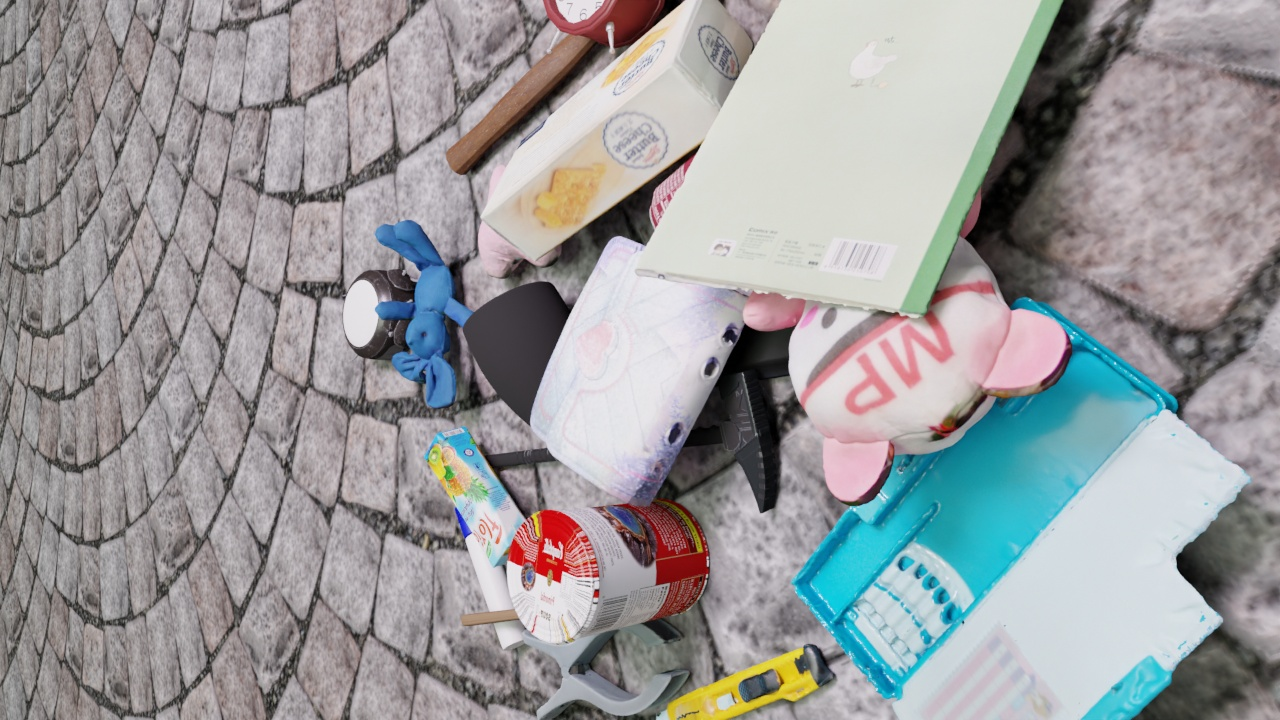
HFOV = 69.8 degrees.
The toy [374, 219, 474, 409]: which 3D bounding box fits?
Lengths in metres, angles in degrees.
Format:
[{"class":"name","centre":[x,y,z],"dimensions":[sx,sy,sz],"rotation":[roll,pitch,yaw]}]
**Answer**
[{"class":"toy","centre":[-0.204,-0.041,0.853],"dimensions":[0.113,0.070,0.176],"rotation":[-10,89,42]}]

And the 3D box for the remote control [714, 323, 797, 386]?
[{"class":"remote control","centre":[0.065,-0.007,0.632],"dimensions":[0.151,0.022,0.047],"rotation":[-11,80,42]}]

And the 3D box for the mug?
[{"class":"mug","centre":[-0.087,0.007,0.743],"dimensions":[0.100,0.084,0.119],"rotation":[61,156,11]}]

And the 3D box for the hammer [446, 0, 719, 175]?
[{"class":"hammer","centre":[-0.063,-0.252,0.758],"dimensions":[0.324,0.033,0.115],"rotation":[-31,69,38]}]

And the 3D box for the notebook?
[{"class":"notebook","centre":[0.120,-0.142,0.512],"dimensions":[0.182,0.010,0.252],"rotation":[13,69,41]}]

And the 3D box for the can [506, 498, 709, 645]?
[{"class":"can","centre":[-0.021,0.143,0.640],"dimensions":[0.087,0.116,0.086],"rotation":[-3,86,43]}]

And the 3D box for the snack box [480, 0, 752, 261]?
[{"class":"snack box","centre":[-0.020,-0.164,0.662],"dimensions":[0.208,0.057,0.104],"rotation":[-29,32,39]}]

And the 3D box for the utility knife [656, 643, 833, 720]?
[{"class":"utility knife","centre":[0.064,0.231,0.628],"dimensions":[0.163,0.017,0.030],"rotation":[-40,53,38]}]

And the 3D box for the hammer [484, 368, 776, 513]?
[{"class":"hammer","centre":[-0.031,0.076,0.717],"dimensions":[0.326,0.015,0.095],"rotation":[-12,92,44]}]

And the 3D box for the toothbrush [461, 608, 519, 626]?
[{"class":"toothbrush","centre":[-0.081,0.202,0.743],"dimensions":[0.167,0.016,0.016],"rotation":[-15,74,29]}]

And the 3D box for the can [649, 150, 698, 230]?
[{"class":"can","centre":[0.063,-0.119,0.612],"dimensions":[0.114,0.063,0.063],"rotation":[-37,64,35]}]

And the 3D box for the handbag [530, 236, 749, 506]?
[{"class":"handbag","centre":[-0.004,0.004,0.630],"dimensions":[0.126,0.069,0.158],"rotation":[34,100,49]}]

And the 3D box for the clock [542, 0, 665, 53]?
[{"class":"clock","centre":[-0.026,-0.292,0.668],"dimensions":[0.096,0.048,0.138],"rotation":[17,104,41]}]

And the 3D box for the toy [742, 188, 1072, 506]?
[{"class":"toy","centre":[0.130,-0.038,0.499],"dimensions":[0.142,0.084,0.212],"rotation":[-32,47,19]}]

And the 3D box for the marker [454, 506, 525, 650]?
[{"class":"marker","centre":[-0.130,0.185,0.803],"dimensions":[0.027,0.023,0.133],"rotation":[-31,66,14]}]

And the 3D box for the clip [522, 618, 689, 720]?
[{"class":"clip","centre":[-0.034,0.220,0.711],"dimensions":[0.164,0.027,0.107],"rotation":[-27,68,38]}]

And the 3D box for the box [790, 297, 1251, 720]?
[{"class":"box","centre":[0.196,0.106,0.482],"dimensions":[0.227,0.056,0.185],"rotation":[-59,42,24]}]

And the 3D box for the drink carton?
[{"class":"drink carton","centre":[-0.139,0.118,0.795],"dimensions":[0.129,0.038,0.044],"rotation":[52,129,22]}]

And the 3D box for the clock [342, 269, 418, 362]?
[{"class":"clock","centre":[-0.263,-0.047,0.923],"dimensions":[0.123,0.043,0.091],"rotation":[-18,76,41]}]

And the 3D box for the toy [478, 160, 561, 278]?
[{"class":"toy","centre":[-0.105,-0.121,0.773],"dimensions":[0.099,0.052,0.096],"rotation":[-7,90,48]}]
